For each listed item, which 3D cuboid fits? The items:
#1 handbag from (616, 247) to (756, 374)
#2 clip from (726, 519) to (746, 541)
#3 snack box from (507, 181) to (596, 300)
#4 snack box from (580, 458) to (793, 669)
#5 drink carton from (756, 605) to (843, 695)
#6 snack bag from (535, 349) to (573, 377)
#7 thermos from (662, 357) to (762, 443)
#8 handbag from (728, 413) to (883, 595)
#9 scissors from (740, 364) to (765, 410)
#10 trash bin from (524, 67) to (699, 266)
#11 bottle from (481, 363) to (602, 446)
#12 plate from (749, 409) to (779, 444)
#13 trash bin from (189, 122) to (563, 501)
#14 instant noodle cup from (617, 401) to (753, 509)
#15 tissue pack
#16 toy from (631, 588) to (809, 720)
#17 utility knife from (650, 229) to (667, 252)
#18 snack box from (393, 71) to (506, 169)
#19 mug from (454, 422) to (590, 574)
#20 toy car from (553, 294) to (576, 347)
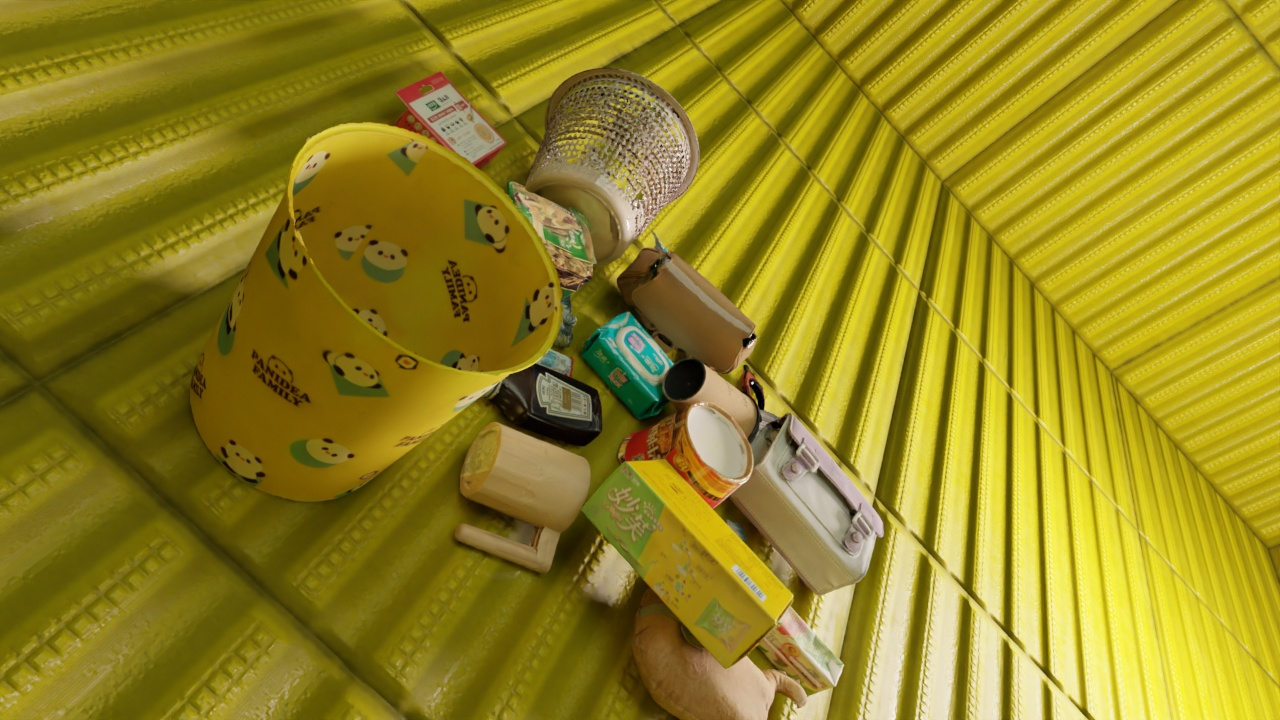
[{"bbox_3d":[0.060,-0.061,1.229,0.204,0.148,0.099,40,79,-5],"label":"handbag"},{"bbox_3d":[0.112,0.212,1.139,0.056,0.026,0.024,24,43,-52],"label":"clip"},{"bbox_3d":[-0.134,-0.125,1.094,0.118,0.106,0.117,21,42,-37],"label":"snack box"},{"bbox_3d":[0.052,0.196,0.930,0.210,0.070,0.157,45,7,15],"label":"snack box"},{"bbox_3d":[0.174,0.331,1.064,0.122,0.054,0.045,49,39,-3],"label":"drink carton"},{"bbox_3d":[-0.115,0.000,1.069,0.105,0.026,0.045,23,52,-33],"label":"snack bag"},{"bbox_3d":[0.089,0.057,1.160,0.143,0.093,0.093,45,29,-46],"label":"thermos"},{"bbox_3d":[0.217,0.180,1.182,0.197,0.099,0.144,49,38,-6],"label":"handbag"},{"bbox_3d":[0.153,0.093,1.292,0.188,0.015,0.226,21,48,-34],"label":"scissors"},{"bbox_3d":[-0.055,-0.239,1.217,0.227,0.228,0.191,38,49,-17],"label":"trash bin"},{"bbox_3d":[-0.130,0.035,1.004,0.194,0.044,0.079,23,42,-33],"label":"bottle"},{"bbox_3d":[0.174,0.151,1.245,0.179,0.024,0.179,20,54,-30],"label":"plate"},{"bbox_3d":[-0.229,-0.021,0.754,0.229,0.256,0.229,29,40,-28],"label":"trash bin"},{"bbox_3d":[0.060,0.120,1.082,0.138,0.109,0.137,30,39,-28],"label":"instant noodle cup"},{"bbox_3d":[-0.007,0.007,1.163,0.133,0.050,0.093,49,33,-3],"label":"tissue pack"},{"bbox_3d":[0.081,0.324,0.941,0.226,0.083,0.143,39,32,-18],"label":"toy"},{"bbox_3d":[0.041,-0.133,1.295,0.034,0.018,0.187,54,-1,31],"label":"utility knife"},{"bbox_3d":[-0.250,-0.296,1.174,0.127,0.044,0.113,46,35,-8],"label":"snack box"},{"bbox_3d":[-0.120,0.134,0.903,0.103,0.084,0.124,27,67,-28],"label":"mug"},{"bbox_3d":[-0.098,-0.059,1.131,0.034,0.043,0.090,-1,57,-9],"label":"toy car"}]
